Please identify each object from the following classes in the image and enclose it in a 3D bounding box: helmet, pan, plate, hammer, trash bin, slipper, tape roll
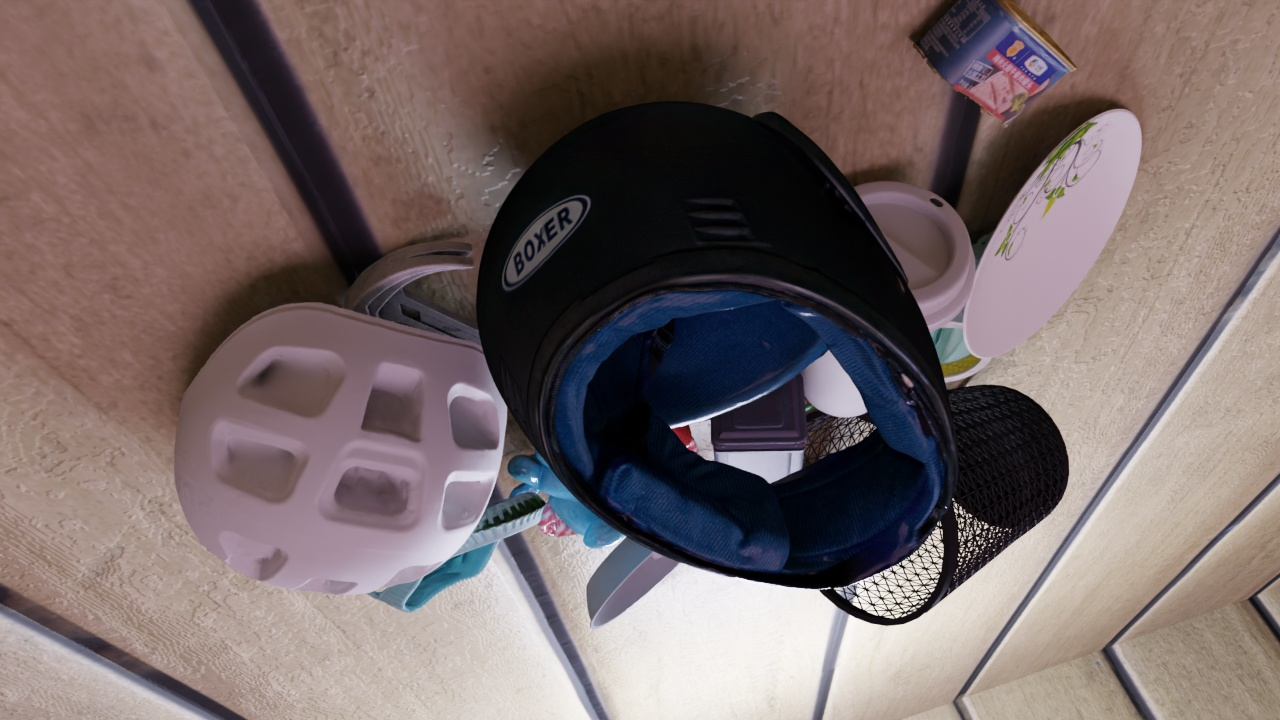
[{"bbox_3d":[-0.227,0.078,0.677,0.224,0.183,0.283,24,159,-30],"label":"helmet"},{"bbox_3d":[0.067,0.168,1.017,0.357,0.051,0.200,-47,161,8],"label":"pan"},{"bbox_3d":[0.340,-0.107,0.781,0.228,0.030,0.230,-27,138,-28],"label":"plate"},{"bbox_3d":[-0.075,0.007,0.716,0.315,0.036,0.126,27,124,-34],"label":"hammer"},{"bbox_3d":[0.048,-0.022,0.590,0.316,0.235,0.250,34,115,-29],"label":"helmet"},{"bbox_3d":[0.110,0.083,0.861,0.094,0.092,0.161,-2,147,6],"label":"trash bin"},{"bbox_3d":[0.305,0.129,0.958,0.242,0.217,0.218,-13,147,-34],"label":"trash bin"},{"bbox_3d":[-0.176,0.176,0.834,0.115,0.069,0.277,-22,179,-44],"label":"slipper"},{"bbox_3d":[0.278,-0.013,0.854,0.094,0.019,0.094,5,143,3],"label":"tape roll"}]

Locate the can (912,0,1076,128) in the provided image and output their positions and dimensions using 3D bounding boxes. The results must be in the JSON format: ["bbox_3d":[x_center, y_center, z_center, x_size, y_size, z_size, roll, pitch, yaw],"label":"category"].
[{"bbox_3d":[0.237,-0.204,0.614,0.099,0.054,0.059,14,134,-39],"label":"can"}]

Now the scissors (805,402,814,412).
[{"bbox_3d":[0.143,0.056,0.928,0.071,0.014,0.131,2,156,-38],"label":"scissors"}]

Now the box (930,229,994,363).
[{"bbox_3d":[0.277,-0.043,0.864,0.137,0.057,0.187,-20,145,-11],"label":"box"}]

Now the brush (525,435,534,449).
[{"bbox_3d":[-0.005,0.005,0.783,0.273,0.062,0.077,-35,127,27],"label":"brush"}]

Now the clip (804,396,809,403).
[{"bbox_3d":[0.197,0.030,0.940,0.060,0.023,0.044,16,127,-43],"label":"clip"}]

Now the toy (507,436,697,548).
[{"bbox_3d":[-0.040,0.118,0.842,0.184,0.114,0.180,-32,150,21],"label":"toy"}]

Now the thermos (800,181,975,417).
[{"bbox_3d":[0.188,-0.035,0.767,0.131,0.131,0.222,-16,153,-7],"label":"thermos"}]

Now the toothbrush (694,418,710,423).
[{"bbox_3d":[0.070,0.055,0.915,0.189,0.016,0.017,-9,150,-16],"label":"toothbrush"}]
